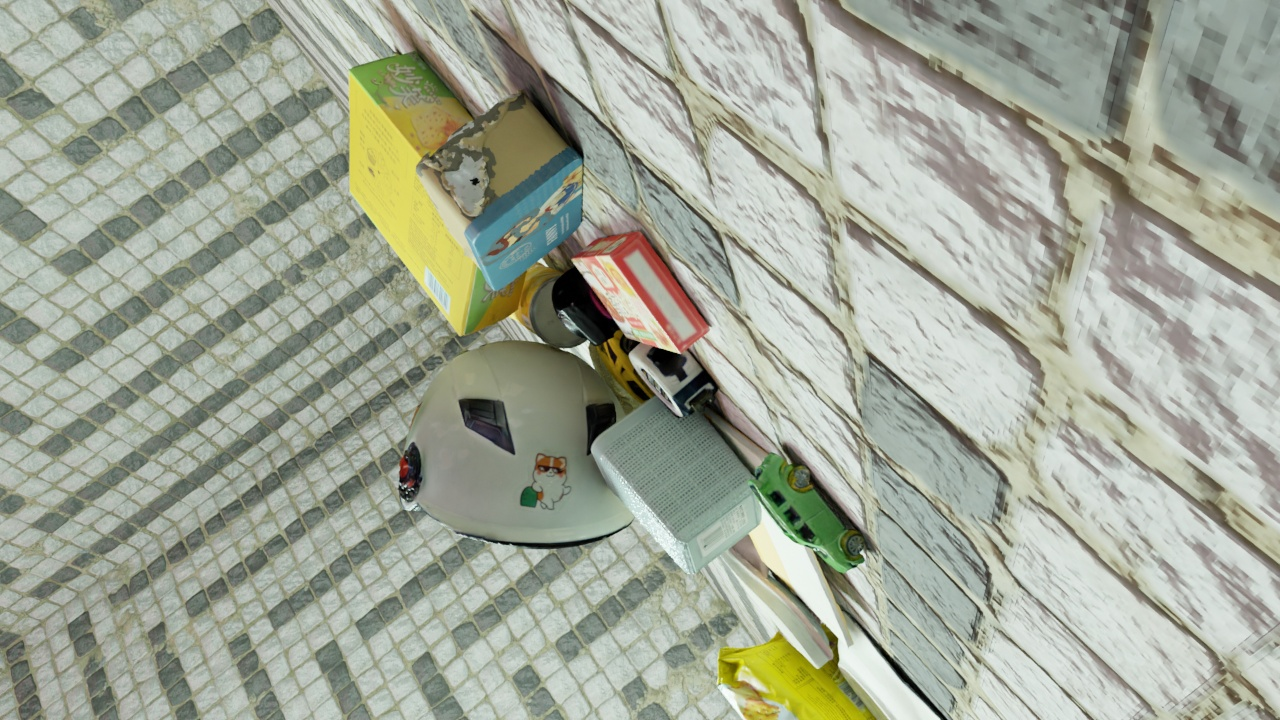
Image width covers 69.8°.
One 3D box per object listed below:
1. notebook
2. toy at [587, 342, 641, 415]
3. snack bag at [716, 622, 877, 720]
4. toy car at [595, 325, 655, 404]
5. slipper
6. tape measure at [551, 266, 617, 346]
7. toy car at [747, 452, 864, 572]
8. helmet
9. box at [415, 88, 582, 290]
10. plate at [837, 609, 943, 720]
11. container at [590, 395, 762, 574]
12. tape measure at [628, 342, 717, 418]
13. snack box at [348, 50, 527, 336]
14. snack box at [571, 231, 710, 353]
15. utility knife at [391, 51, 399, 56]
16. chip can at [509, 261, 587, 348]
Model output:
[{"bbox_3d":[0.104,0.129,0.762,0.206,0.010,0.146,63,168,-28],"label":"notebook"},{"bbox_3d":[-0.008,0.044,0.954,0.105,0.066,0.157,14,134,60],"label":"toy"},{"bbox_3d":[0.200,0.367,0.920,0.157,0.068,0.246,-6,-136,-48],"label":"snack bag"},{"bbox_3d":[-0.005,0.005,0.802,0.071,0.041,0.156,44,170,50],"label":"toy car"},{"bbox_3d":[0.139,0.230,0.935,0.114,0.054,0.274,53,175,-6],"label":"slipper"},{"bbox_3d":[-0.042,-0.045,0.712,0.057,0.039,0.057,44,-145,-27],"label":"tape measure"},{"bbox_3d":[0.108,0.100,0.594,0.091,0.036,0.043,47,171,10],"label":"toy car"},{"bbox_3d":[-0.110,0.062,0.866,0.274,0.230,0.157,-155,68,-72],"label":"helmet"},{"bbox_3d":[-0.089,-0.105,0.616,0.062,0.089,0.184,51,175,4],"label":"box"},{"bbox_3d":[0.233,0.318,0.852,0.163,0.034,0.164,48,171,35],"label":"plate"},{"bbox_3d":[0.034,0.097,0.729,0.111,0.090,0.090,47,166,31],"label":"container"},{"bbox_3d":[0.023,0.010,0.682,0.066,0.033,0.066,50,171,-2],"label":"tape measure"},{"bbox_3d":[-0.184,-0.150,0.835,0.210,0.069,0.158,50,147,19],"label":"snack box"},{"bbox_3d":[-0.005,-0.047,0.615,0.075,0.025,0.153,53,173,-12],"label":"snack box"},{"bbox_3d":[-0.192,-0.231,0.908,0.216,0.022,0.031,57,175,14],"label":"utility knife"},{"bbox_3d":[-0.101,-0.063,0.945,0.072,0.072,0.213,55,172,-17],"label":"chip can"}]
